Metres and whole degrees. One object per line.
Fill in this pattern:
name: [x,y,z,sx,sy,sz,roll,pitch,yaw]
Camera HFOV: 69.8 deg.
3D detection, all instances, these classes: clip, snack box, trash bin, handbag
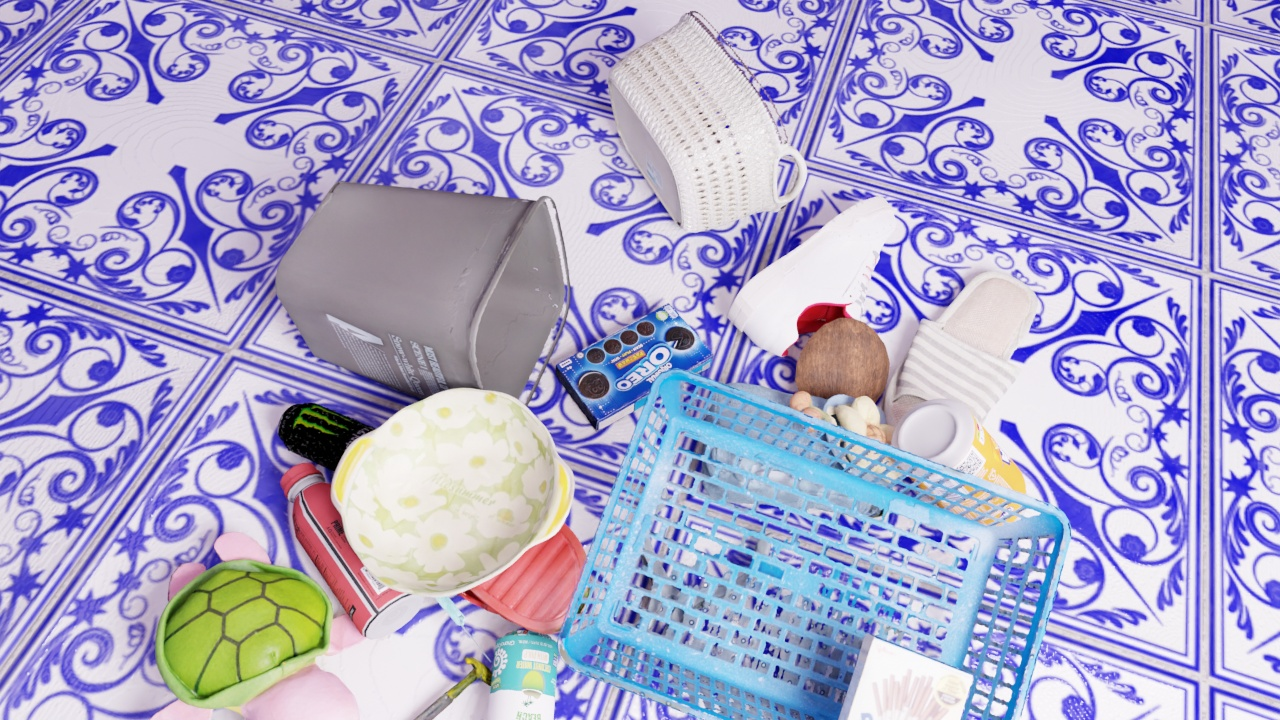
clip: [0.070,0.199,0.847,0.164,0.031,0.172,5,59,3]
snack box: [-0.006,0.006,0.968,0.150,0.027,0.082,-31,64,-20]
snack box: [0.188,0.293,0.691,0.082,0.026,0.150,20,81,2]
trash bin: [-0.211,-0.066,0.915,0.220,0.198,0.197,14,58,13]
handbag: [0.157,0.079,0.877,0.192,0.119,0.121,11,58,-5]

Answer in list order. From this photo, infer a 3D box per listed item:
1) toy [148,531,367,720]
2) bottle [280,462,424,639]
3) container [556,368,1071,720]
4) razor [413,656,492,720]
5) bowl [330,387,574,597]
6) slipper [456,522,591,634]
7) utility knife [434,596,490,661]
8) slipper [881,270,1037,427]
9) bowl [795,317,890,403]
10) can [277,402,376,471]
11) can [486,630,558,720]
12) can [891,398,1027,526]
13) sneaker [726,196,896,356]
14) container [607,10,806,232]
toy: [-0.318,0.243,0.763,0.189,0.088,0.238,-20,54,-35]
bottle: [-0.268,0.165,0.830,0.062,0.062,0.176,-34,65,-22]
container: [0.140,0.186,0.768,0.362,0.089,0.257,21,80,2]
razor: [-0.173,0.294,0.774,0.105,0.042,0.026,-39,69,-14]
bowl: [-0.157,0.119,0.795,0.219,0.060,0.188,6,60,15]
slipper: [-0.139,0.169,0.838,0.249,0.059,0.103,27,61,32]
utility knife: [-0.174,0.207,0.804,0.015,0.022,0.147,-41,71,-13]
slipper: [0.349,-0.005,0.984,0.114,0.054,0.271,28,59,20]
bowl: [0.216,0.010,0.947,0.102,0.026,0.114,46,76,-12]
can: [-0.282,0.081,0.875,0.138,0.054,0.053,18,57,25]
can: [-0.099,0.282,0.768,0.055,0.055,0.101,3,57,-1]
can: [0.298,0.101,0.851,0.079,0.142,0.079,-29,40,28]
sneaker: [0.213,-0.083,1.008,0.236,0.090,0.104,-35,74,-24]
container: [0.067,-0.269,1.067,0.143,0.185,0.251,-27,60,-6]
